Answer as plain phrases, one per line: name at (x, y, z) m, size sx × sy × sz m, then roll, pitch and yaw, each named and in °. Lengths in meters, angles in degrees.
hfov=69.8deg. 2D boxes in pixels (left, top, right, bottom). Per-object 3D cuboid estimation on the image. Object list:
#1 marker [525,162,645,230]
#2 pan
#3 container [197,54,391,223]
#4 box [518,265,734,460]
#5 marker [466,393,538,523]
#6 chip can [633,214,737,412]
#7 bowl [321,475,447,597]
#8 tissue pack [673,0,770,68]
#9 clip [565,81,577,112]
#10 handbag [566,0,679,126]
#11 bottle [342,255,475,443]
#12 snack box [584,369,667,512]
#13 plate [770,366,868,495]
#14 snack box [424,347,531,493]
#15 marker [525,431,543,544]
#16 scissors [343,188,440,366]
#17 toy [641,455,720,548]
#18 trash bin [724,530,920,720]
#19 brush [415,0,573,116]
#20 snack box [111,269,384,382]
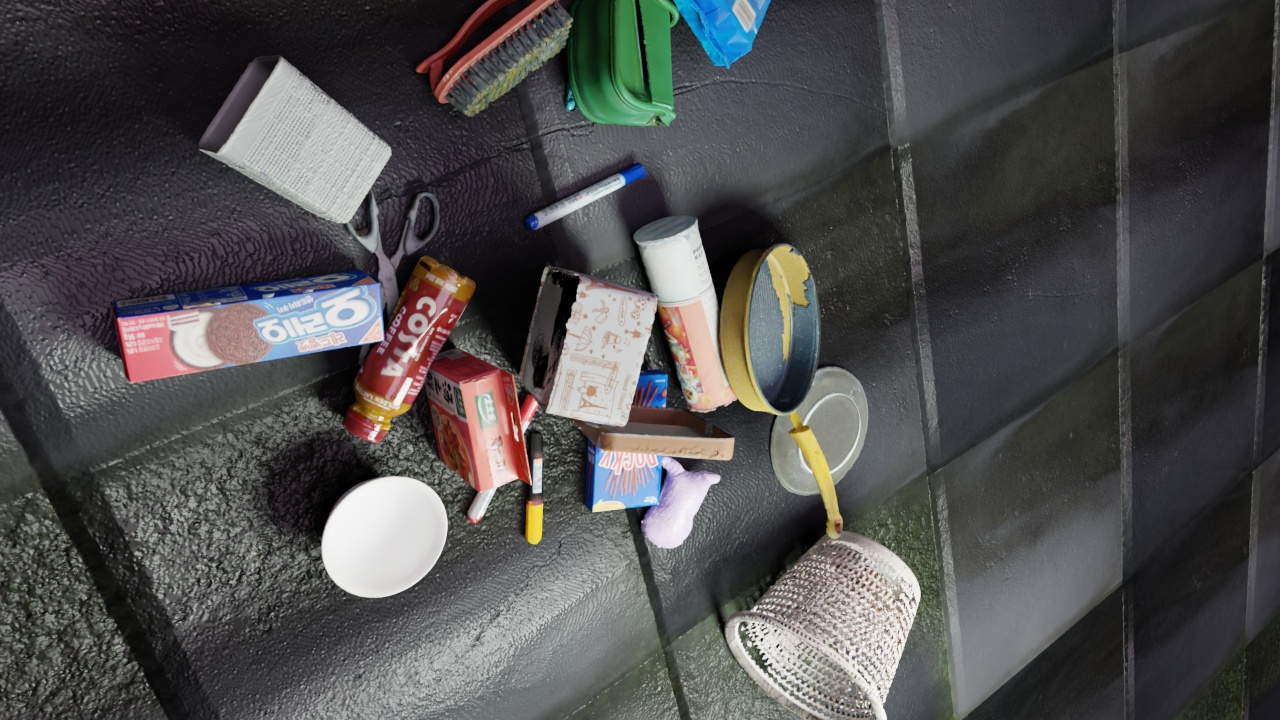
marker at (-0.056, -0.170, 0.948) m, size 0.145 × 0.017 × 0.017 m, roll -31°, pitch 118°, yaw -24°
pan at (0.181, 0.041, 1.074) m, size 0.197 × 0.078 × 0.357 m, roll -27°, pitch 113°, yaw -52°
container at (-0.279, -0.176, 0.752) m, size 0.114 × 0.090 × 0.090 m, roll 35°, pitch 82°, yaw -38°
box at (-0.004, 0.006, 0.899) m, size 0.192 × 0.183 × 0.157 m, roll 11°, pitch 96°, yaw -17°
marker at (-0.144, 0.103, 0.961) m, size 0.017 × 0.017 × 0.145 m, roll 29°, pitch 85°, yaw -36°
chip can at (0.056, -0.050, 1.022) m, size 0.071 × 0.071 × 0.215 m, roll -31°, pitch 118°, yaw -24°
bowl at (-0.252, 0.157, 0.872) m, size 0.118 × 0.065 × 0.118 m, roll -10°, pitch 108°, yaw -32°
tissue pack at (0.086, -0.378, 0.948) m, size 0.095 × 0.052 × 0.156 m, roll 49°, pitch 46°, yaw -31°
clip at (-0.064, -0.276, 0.914) m, size 0.015 × 0.049 × 0.057 m, roll 1°, pitch 96°, yaw -33°
handbag at (-0.010, -0.299, 0.908) m, size 0.120 × 0.068 × 0.131 m, roll 2°, pitch 87°, yaw -49°
bottle at (-0.217, -0.009, 0.849) m, size 0.057 × 0.057 × 0.175 m, roll 29°, pitch 89°, yaw -36°
snack box at (-0.016, 0.090, 1.031) m, size 0.084 × 0.026 × 0.157 m, roll -3°, pitch 104°, yaw -25°
plate at (0.245, 0.096, 1.217) m, size 0.179 × 0.024 × 0.179 m, roll -9°, pitch 107°, yaw -32°
snack box at (-0.158, 0.057, 0.871) m, size 0.044 × 0.127 × 0.113 m, roll -18°, pitch 111°, yaw -30°
marker at (-0.115, 0.137, 0.992) m, size 0.018 × 0.015 × 0.124 m, roll -4°, pitch 102°, yaw -35°
scissors at (-0.236, -0.085, 0.854) m, size 0.159 × 0.014 × 0.170 m, roll -45°, pitch 125°, yaw -13°
toy at (0.040, 0.172, 1.090) m, size 0.084 × 0.039 × 0.108 m, roll 25°, pitch 91°, yaw -18°
trash bin at (0.253, 0.337, 1.186) m, size 0.191 × 0.228 × 0.227 m, roll -46°, pitch 124°, yaw -31°
brush at (-0.135, -0.286, 0.842) m, size 0.145 × 0.063 × 0.069 m, roll -44°, pitch 91°, yaw -15°
snack box at (-0.323, -0.034, 0.773) m, size 0.207 × 0.057 × 0.058 m, roll -12°, pitch 113°, yaw -29°
